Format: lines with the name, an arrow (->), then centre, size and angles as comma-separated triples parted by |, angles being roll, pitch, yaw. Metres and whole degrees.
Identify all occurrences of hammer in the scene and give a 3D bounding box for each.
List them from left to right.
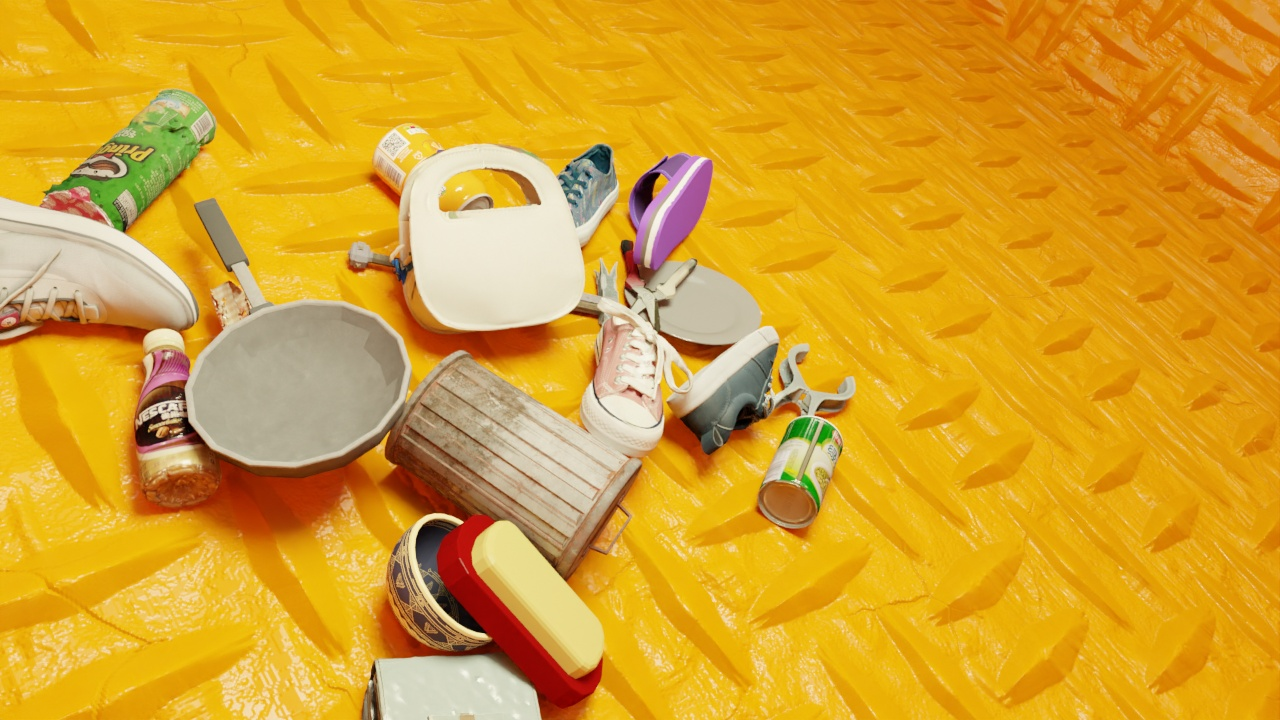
hammer -> -0.173, -0.086, 1.052 | 0.316, 0.028, 0.146 | 11, 49, -19

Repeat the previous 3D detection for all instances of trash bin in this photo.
trash bin -> -0.106, 0.098, 0.826 | 0.211, 0.131, 0.130 | 33, 41, 7

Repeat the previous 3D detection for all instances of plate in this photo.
plate -> 0.065, -0.072, 1.163 | 0.178, 0.012, 0.178 | 10, 37, -8

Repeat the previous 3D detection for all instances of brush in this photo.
brush -> -0.089, 0.197, 0.743 | 0.173, 0.042, 0.082 | 50, 17, -9

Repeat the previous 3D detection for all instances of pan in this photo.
pan -> -0.330, -0.033, 0.815 | 0.178, 0.041, 0.357 | -25, 56, -24

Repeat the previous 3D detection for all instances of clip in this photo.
clip -> 0.230, 0.050, 1.121 | 0.141, 0.029, 0.171 | 31, 33, 3

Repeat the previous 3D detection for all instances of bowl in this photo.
bowl -> -0.165, 0.188, 0.745 | 0.112, 0.061, 0.112 | 47, 18, -20

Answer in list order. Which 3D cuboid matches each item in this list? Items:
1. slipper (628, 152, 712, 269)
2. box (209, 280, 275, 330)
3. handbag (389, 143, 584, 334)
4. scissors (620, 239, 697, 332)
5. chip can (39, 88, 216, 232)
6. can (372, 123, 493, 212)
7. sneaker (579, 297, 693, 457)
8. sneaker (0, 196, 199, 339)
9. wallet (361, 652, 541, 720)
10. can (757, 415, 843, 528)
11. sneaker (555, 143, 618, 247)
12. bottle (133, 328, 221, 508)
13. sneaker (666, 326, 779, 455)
slipper -> 0.022, -0.209, 1.216 | 0.084, 0.107, 0.265 | 19, 33, 10
box -> -0.346, 0.006, 0.854 | 0.043, 0.083, 0.187 | -32, 63, 0
handbag -> -0.167, -0.130, 0.985 | 0.200, 0.093, 0.199 | -7, 91, -23
scissors -> 0.016, -0.100, 1.155 | 0.179, 0.015, 0.193 | -13, 45, -34
chip can -> -0.517, -0.201, 0.943 | 0.075, 0.076, 0.222 | 20, 41, -10
can -> -0.248, -0.213, 1.098 | 0.142, 0.079, 0.078 | 42, 43, 15
sneaker -> -0.006, 0.006, 0.948 | 0.118, 0.088, 0.240 | 24, 27, -15
sneaker -> -0.528, -0.060, 0.791 | 0.263, 0.097, 0.128 | 18, 54, -14
wallet -> -0.139, 0.273, 0.695 | 0.131, 0.054, 0.100 | 7, 46, -30
can -> 0.177, 0.120, 1.006 | 0.067, 0.067, 0.120 | 32, 42, 3
sneaker -> -0.084, -0.211, 1.172 | 0.087, 0.079, 0.234 | 22, 36, 11
bottle -> -0.395, 0.042, 0.775 | 0.059, 0.060, 0.166 | -3, 50, -31
sneaker -> 0.114, 0.032, 1.045 | 0.087, 0.089, 0.234 | 53, 37, 2
